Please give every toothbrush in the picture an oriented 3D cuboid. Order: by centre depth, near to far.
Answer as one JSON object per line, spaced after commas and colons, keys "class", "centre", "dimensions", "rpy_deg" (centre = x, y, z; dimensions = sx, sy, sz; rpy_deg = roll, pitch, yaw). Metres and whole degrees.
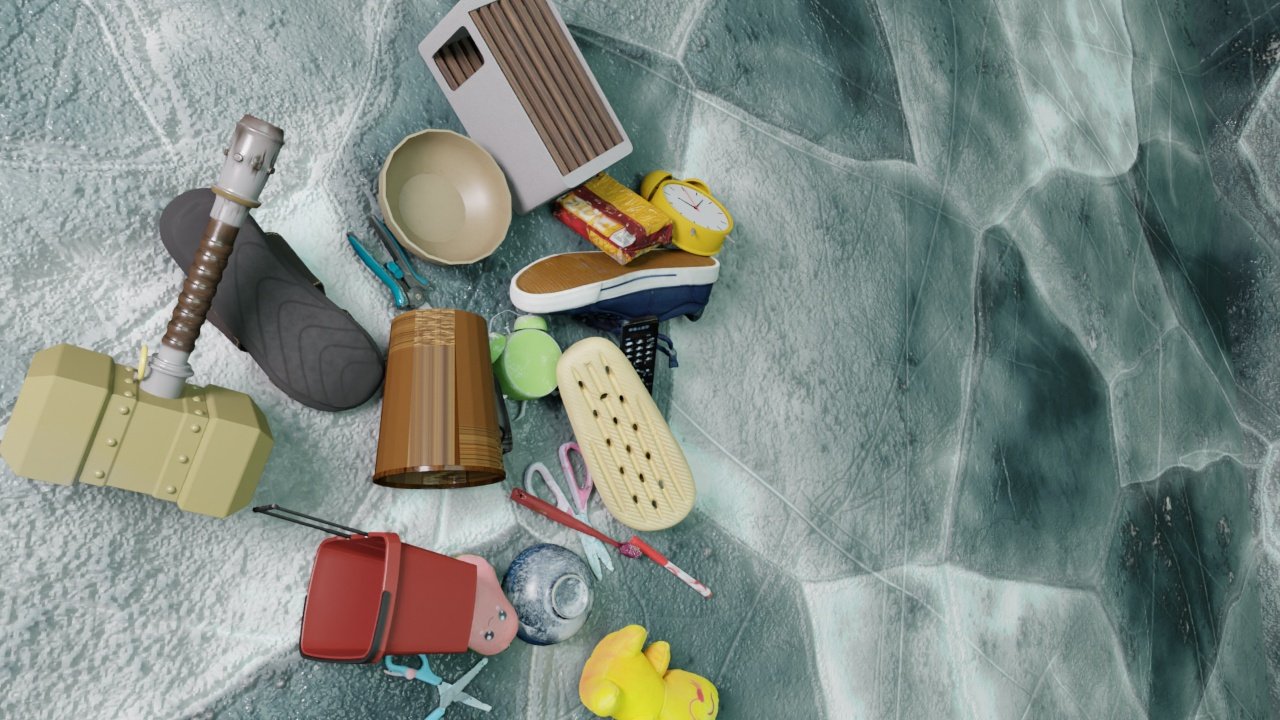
{"class": "toothbrush", "centre": [-0.072, 0.192, 1.070], "dimensions": [0.189, 0.016, 0.016], "rpy_deg": [33, 68, -30]}

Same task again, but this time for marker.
{"class": "marker", "centre": [0.040, 0.262, 1.157], "dimensions": [0.142, 0.013, 0.012], "rpy_deg": [40, 61, -24]}

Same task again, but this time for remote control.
{"class": "remote control", "centre": [-0.007, 0.006, 1.107], "dimensions": [0.047, 0.022, 0.151], "rpy_deg": [-11, 133, -18]}

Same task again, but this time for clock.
{"class": "clock", "centre": [-0.135, -0.001, 1.058], "dimensions": [0.094, 0.043, 0.119], "rpy_deg": [-35, 102, -36]}
{"class": "clock", "centre": [0.060, -0.198, 1.205], "dimensions": [0.113, 0.052, 0.151], "rpy_deg": [5, 43, -36]}

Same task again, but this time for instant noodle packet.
{"class": "instant noodle packet", "centre": [-0.032, -0.174, 1.129], "dimensions": [0.135, 0.040, 0.098], "rpy_deg": [37, 53, 21]}

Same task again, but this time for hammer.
{"class": "hammer", "centre": [-0.375, -0.049, 0.774], "dimensions": [0.190, 0.101, 0.325], "rpy_deg": [21, 95, -32]}

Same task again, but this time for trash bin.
{"class": "trash bin", "centre": [-0.133, -0.306, 1.068], "dimensions": [0.114, 0.115, 0.229], "rpy_deg": [-39, 105, -34]}

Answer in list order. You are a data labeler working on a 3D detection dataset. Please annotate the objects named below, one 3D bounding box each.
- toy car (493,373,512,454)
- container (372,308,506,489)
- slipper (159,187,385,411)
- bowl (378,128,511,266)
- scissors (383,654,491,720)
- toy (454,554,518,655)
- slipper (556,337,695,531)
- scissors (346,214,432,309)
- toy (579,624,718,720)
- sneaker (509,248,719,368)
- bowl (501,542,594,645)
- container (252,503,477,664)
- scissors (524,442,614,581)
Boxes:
{"class": "toy car", "centre": [-0.164, 0.060, 1.025], "dimensions": [0.037, 0.040, 0.092], "rpy_deg": [-12, 87, -38]}
{"class": "container", "centre": [-0.207, 0.041, 0.951], "dimensions": [0.132, 0.132, 0.167], "rpy_deg": [7, 72, -35]}
{"class": "slipper", "centre": [-0.355, -0.052, 0.891], "dimensions": [0.112, 0.076, 0.268], "rpy_deg": [-51, 126, -22]}
{"class": "bowl", "centre": [-0.222, -0.175, 1.020], "dimensions": [0.152, 0.051, 0.152], "rpy_deg": [7, 77, -35]}
{"class": "scissors", "centre": [-0.217, 0.357, 0.953], "dimensions": [0.135, 0.015, 0.133], "rpy_deg": [32, 66, -21]}
{"class": "toy", "centre": [-0.175, 0.264, 0.975], "dimensions": [0.110, 0.051, 0.089], "rpy_deg": [46, 60, -22]}
{"class": "slipper", "centre": [-0.026, 0.088, 1.098], "dimensions": [0.111, 0.079, 0.261], "rpy_deg": [-29, 110, -10]}
{"class": "scissors", "centre": [-0.265, -0.089, 0.993], "dimensions": [0.141, 0.019, 0.127], "rpy_deg": [11, 78, -40]}
{"class": "toy", "centre": [0.009, 0.404, 1.066], "dimensions": [0.194, 0.088, 0.134], "rpy_deg": [42, 42, -27]}
{"class": "sneaker", "centre": [-0.029, -0.062, 1.129], "dimensions": [0.293, 0.121, 0.127], "rpy_deg": [-8, 120, -37]}
{"class": "bowl", "centre": [-0.093, 0.264, 1.030], "dimensions": [0.114, 0.061, 0.114], "rpy_deg": [6, 79, -35]}
{"class": "container", "centre": [-0.269, 0.217, 0.856], "dimensions": [0.200, 0.148, 0.126], "rpy_deg": [22, 64, -41]}
{"class": "scissors", "centre": [-0.084, 0.191, 1.082], "dimensions": [0.102, 0.016, 0.179], "rpy_deg": [-20, 97, -38]}
